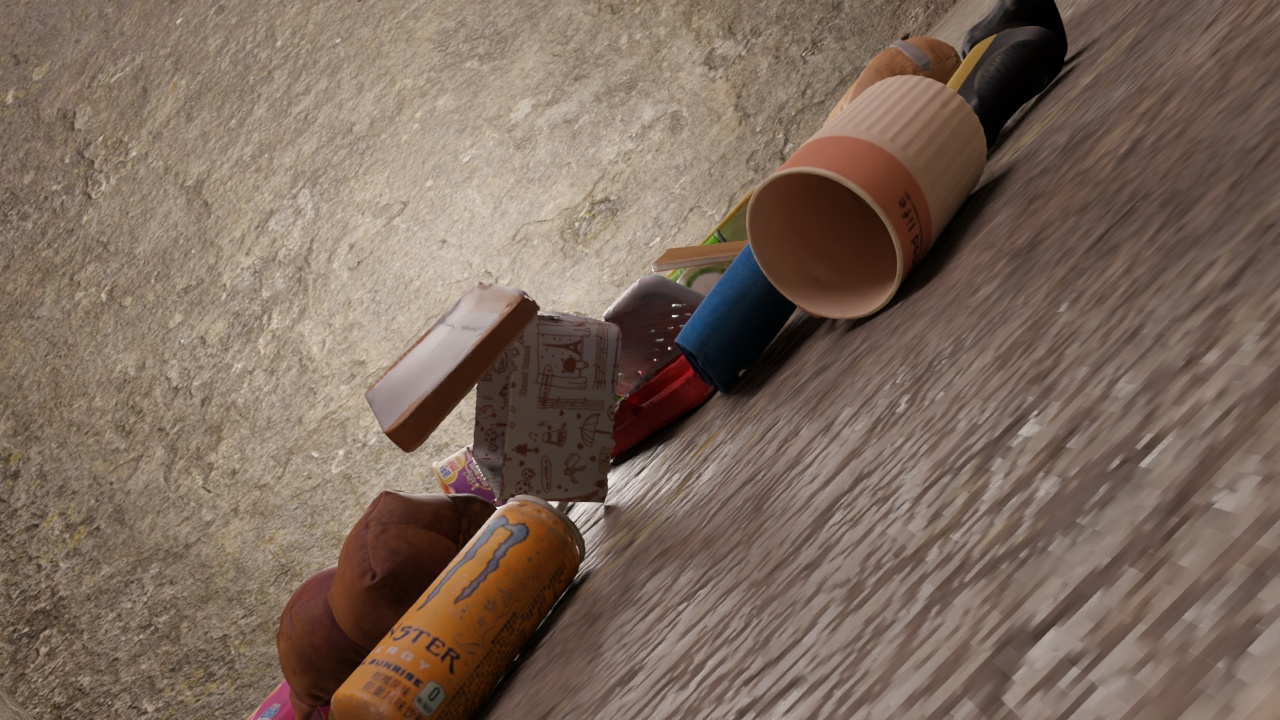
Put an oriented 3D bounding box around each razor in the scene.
[{"bbox_3d":[0.195,-0.150,0.547,0.167,0.062,0.068,-52,37,-15],"label":"razor"}]

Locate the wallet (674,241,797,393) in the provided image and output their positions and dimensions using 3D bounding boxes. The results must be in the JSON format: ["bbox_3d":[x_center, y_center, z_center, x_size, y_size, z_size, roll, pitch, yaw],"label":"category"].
[{"bbox_3d":[0.074,-0.047,0.563,0.133,0.040,0.106,-51,-17,-2],"label":"wallet"}]

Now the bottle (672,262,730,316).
[{"bbox_3d":[0.056,-0.046,0.847,0.068,0.068,0.197,-45,0,-4],"label":"bottle"}]

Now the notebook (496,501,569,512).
[{"bbox_3d":[-0.171,0.166,0.752,0.209,0.012,0.150,-16,16,23],"label":"notebook"}]

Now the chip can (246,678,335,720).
[{"bbox_3d":[-0.238,0.254,0.731,0.072,0.071,0.209,-43,5,35],"label":"chip can"}]

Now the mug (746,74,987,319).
[{"bbox_3d":[0.114,-0.075,0.471,0.105,0.082,0.115,-45,-21,-32],"label":"mug"}]

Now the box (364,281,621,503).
[{"bbox_3d":[-0.119,0.016,0.676,0.182,0.168,0.151,-161,73,-72],"label":"box"}]

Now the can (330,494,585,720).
[{"bbox_3d":[-0.087,0.135,0.468,0.058,0.058,0.145,-42,5,44],"label":"can"}]

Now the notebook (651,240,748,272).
[{"bbox_3d":[0.089,-0.094,0.763,0.148,0.008,0.207,-7,9,6],"label":"notebook"}]

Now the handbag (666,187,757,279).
[{"bbox_3d":[0.130,-0.131,1.106,0.164,0.063,0.178,-43,-11,26],"label":"handbag"}]

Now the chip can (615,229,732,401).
[{"bbox_3d":[0.024,-0.036,1.010,0.236,0.072,0.072,-44,4,14],"label":"chip can"}]

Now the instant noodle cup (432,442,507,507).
[{"bbox_3d":[-0.156,0.128,1.009,0.099,0.111,0.111,-36,3,-3],"label":"instant noodle cup"}]

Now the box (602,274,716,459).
[{"bbox_3d":[-0.005,0.001,0.726,0.095,0.099,0.202,-46,3,-31],"label":"box"}]

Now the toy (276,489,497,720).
[{"bbox_3d":[-0.171,0.166,0.615,0.200,0.130,0.140,-38,35,25],"label":"toy"}]

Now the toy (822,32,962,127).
[{"bbox_3d":[0.201,-0.205,0.835,0.143,0.082,0.226,-26,-8,-23],"label":"toy"}]
